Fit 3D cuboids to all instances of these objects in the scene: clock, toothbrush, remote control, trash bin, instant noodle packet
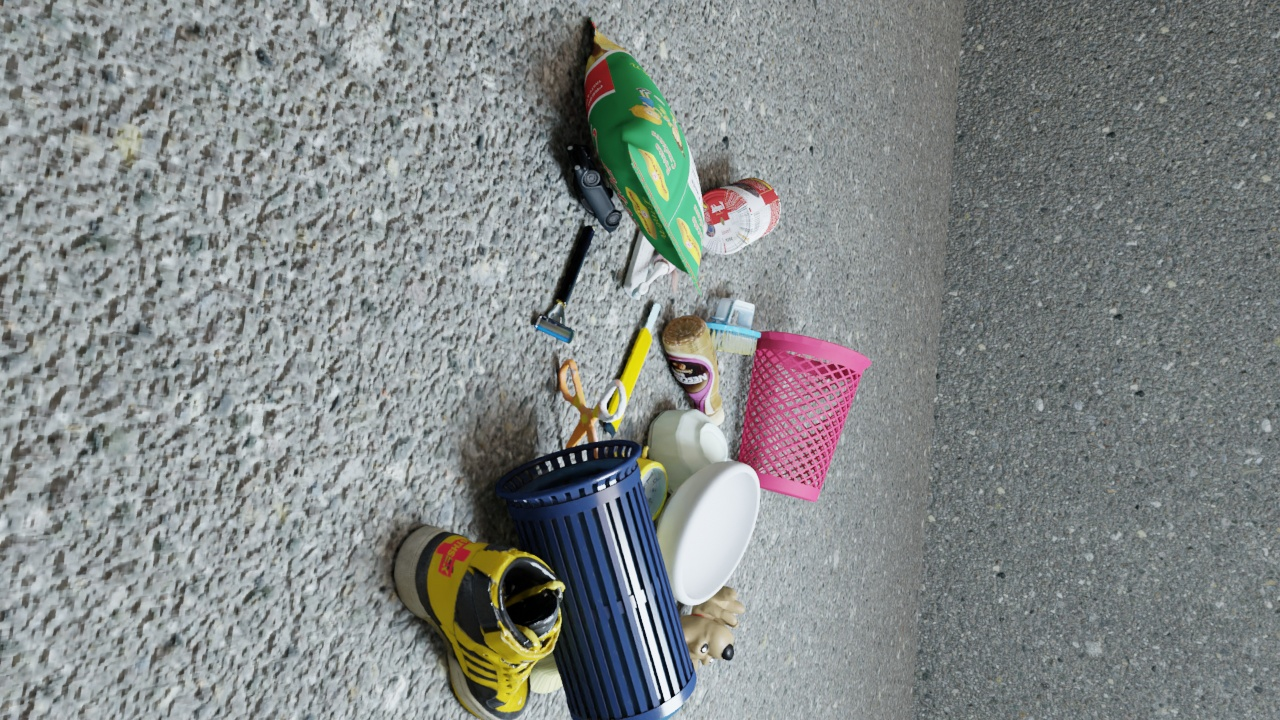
[{"bbox_3d":[-0.016,0.157,1.042,0.118,0.057,0.083,-60,143,-27],"label":"clock"},{"bbox_3d":[0.036,-0.126,1.123,0.027,0.027,0.221,50,35,-8],"label":"toothbrush"},{"bbox_3d":[0.004,-0.136,1.094,0.033,0.012,0.130,50,50,-55],"label":"remote control"},{"bbox_3d":[-0.036,0.216,0.869,0.139,0.139,0.249,-30,107,-58],"label":"trash bin"},{"bbox_3d":[0.005,-0.216,0.965,0.196,0.090,0.252,56,16,-49],"label":"instant noodle packet"}]

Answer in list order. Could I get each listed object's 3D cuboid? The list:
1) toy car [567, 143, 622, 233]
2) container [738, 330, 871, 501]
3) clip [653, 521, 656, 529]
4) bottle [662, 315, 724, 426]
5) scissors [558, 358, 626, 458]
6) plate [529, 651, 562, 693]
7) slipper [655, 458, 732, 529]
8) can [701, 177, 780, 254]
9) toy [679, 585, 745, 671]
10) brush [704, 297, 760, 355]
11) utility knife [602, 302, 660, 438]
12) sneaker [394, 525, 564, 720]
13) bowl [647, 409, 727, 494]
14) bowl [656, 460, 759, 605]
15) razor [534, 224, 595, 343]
[{"bbox_3d":[-0.050,-0.178,0.957,0.112,0.034,0.046,56,12,-57],"label":"toy car"},{"bbox_3d":[0.234,0.090,1.402,0.183,0.183,0.225,28,76,-60],"label":"container"},{"bbox_3d":[0.007,0.222,1.129,0.078,0.023,0.050,-4,95,-64],"label":"clip"},{"bbox_3d":[0.076,0.020,1.197,0.059,0.060,0.166,-61,143,-39],"label":"bottle"},{"bbox_3d":[-0.050,0.055,0.929,0.011,0.128,0.125,-10,83,-43],"label":"scissors"},{"bbox_3d":[-0.069,0.260,0.972,0.184,0.036,0.184,-11,102,-61],"label":"plate"},{"bbox_3d":[0.103,0.186,1.225,0.268,0.055,0.098,-11,82,-58],"label":"slipper"},{"bbox_3d":[0.132,-0.199,1.249,0.116,0.087,0.087,-34,122,-57],"label":"can"},{"bbox_3d":[0.085,0.352,1.220,0.108,0.106,0.134,-59,146,-24],"label":"toy"},{"bbox_3d":[0.120,-0.049,1.276,0.135,0.055,0.075,6,92,-62],"label":"brush"},{"bbox_3d":[-0.006,0.006,1.084,0.190,0.018,0.030,-65,150,-29],"label":"utility knife"},{"bbox_3d":[-0.113,0.242,0.798,0.085,0.122,0.239,-57,139,-41],"label":"sneaker"},{"bbox_3d":[0.069,0.112,1.149,0.117,0.061,0.117,25,55,-42],"label":"bowl"},{"bbox_3d":[0.069,0.195,1.085,0.176,0.066,0.177,-32,133,-43],"label":"bowl"},{"bbox_3d":[-0.072,-0.081,0.950,0.043,0.022,0.144,27,57,-17],"label":"razor"}]
